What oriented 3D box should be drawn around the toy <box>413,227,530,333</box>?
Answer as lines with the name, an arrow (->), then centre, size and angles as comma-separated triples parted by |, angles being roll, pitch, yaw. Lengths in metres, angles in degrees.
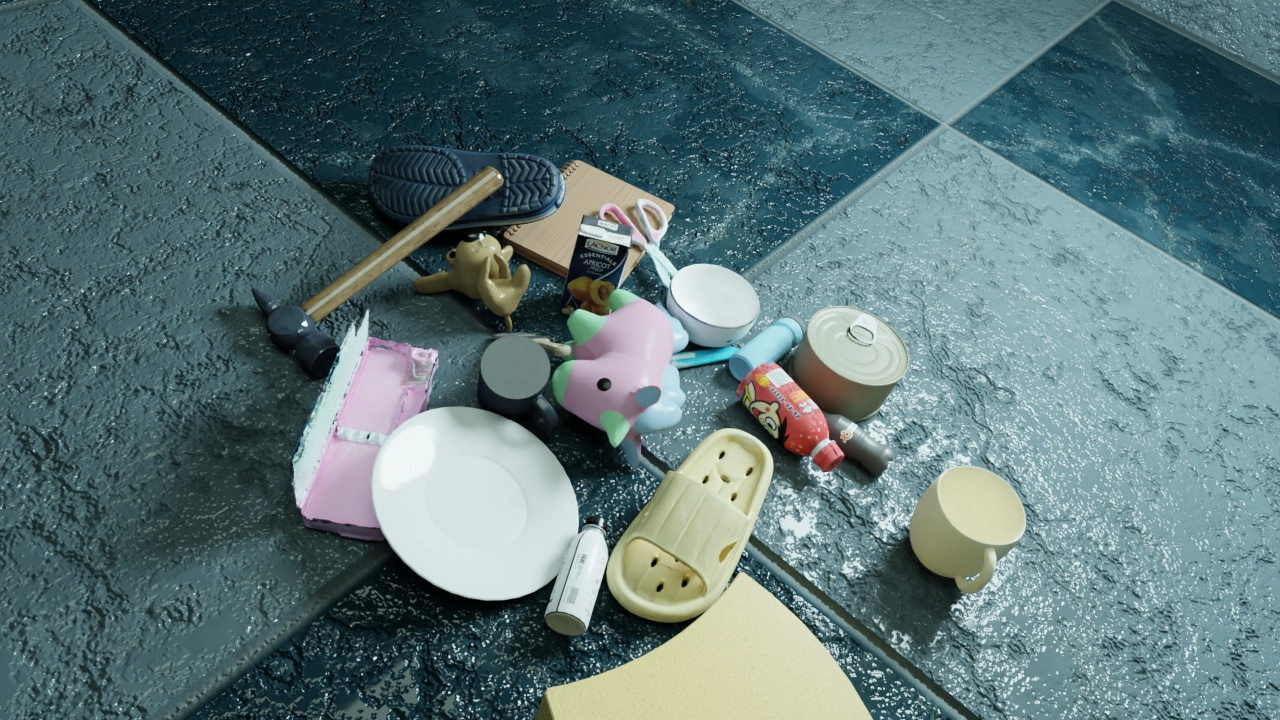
toy -> -0.180, -0.097, 1.064 | 0.133, 0.106, 0.108 | -25, 49, -29

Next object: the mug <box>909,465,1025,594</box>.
mug -> 0.334, 0.185, 0.953 | 0.096, 0.100, 0.120 | 6, 49, -9

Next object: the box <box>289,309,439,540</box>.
box -> -0.260, 0.048, 0.893 | 0.086, 0.106, 0.229 | 12, 47, -6

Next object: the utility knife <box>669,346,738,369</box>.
utility knife -> 0.085, -0.004, 1.111 | 0.124, 0.015, 0.022 | -6, 52, -25

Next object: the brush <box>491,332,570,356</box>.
brush -> -0.117, -0.019, 1.004 | 0.038, 0.012, 0.151 | -7, 11, -30

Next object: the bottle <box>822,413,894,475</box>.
bottle -> 0.239, 0.089, 1.056 | 0.110, 0.036, 0.036 | 35, 48, 15

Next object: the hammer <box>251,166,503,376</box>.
hammer -> -0.280, -0.123, 1.035 | 0.129, 0.040, 0.321 | 38, 66, 21

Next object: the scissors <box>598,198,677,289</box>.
scissors -> 0.026, -0.153, 1.203 | 0.105, 0.016, 0.179 | -23, 60, -34

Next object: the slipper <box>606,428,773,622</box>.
slipper -> 0.067, 0.149, 0.923 | 0.111, 0.079, 0.260 | 33, 47, 9

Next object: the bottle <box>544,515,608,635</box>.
bottle -> -0.055, 0.198, 0.864 | 0.041, 0.041, 0.115 | 18, 46, 0

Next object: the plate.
plate -> -0.157, 0.135, 0.885 | 0.208, 0.015, 0.208 | 20, 45, -21

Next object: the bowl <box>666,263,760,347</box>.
bowl -> 0.084, -0.059, 1.126 | 0.113, 0.063, 0.113 | 8, 45, -9

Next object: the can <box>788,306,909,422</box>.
can -> 0.250, 0.005, 1.111 | 0.127, 0.073, 0.127 | 9, 47, -9

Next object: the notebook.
notebook -> -0.069, -0.183, 1.222 | 0.169, 0.022, 0.209 | 27, 47, 7

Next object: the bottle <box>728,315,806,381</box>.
bottle -> 0.161, -0.018, 1.128 | 0.040, 0.040, 0.129 | 40, 50, 19

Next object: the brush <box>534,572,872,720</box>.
brush -> 0.057, 0.317, 0.765 | 0.249, 0.075, 0.195 | -22, 58, -32

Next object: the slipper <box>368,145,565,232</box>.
slipper -> -0.216, -0.208, 1.156 | 0.253, 0.095, 0.105 | 4, 84, 10

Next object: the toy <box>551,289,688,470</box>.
toy -> -0.006, 0.006, 1.015 | 0.171, 0.120, 0.221 | 35, 44, 22

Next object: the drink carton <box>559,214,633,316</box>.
drink carton -> -0.052, -0.106, 1.081 | 0.064, 0.130, 0.040 | 13, 46, -6

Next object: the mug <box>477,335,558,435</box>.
mug -> -0.123, 0.033, 0.960 | 0.071, 0.078, 0.105 | -37, 79, -23

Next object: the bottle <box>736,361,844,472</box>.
bottle -> 0.173, 0.067, 1.039 | 0.061, 0.062, 0.137 | -22, 57, -32
